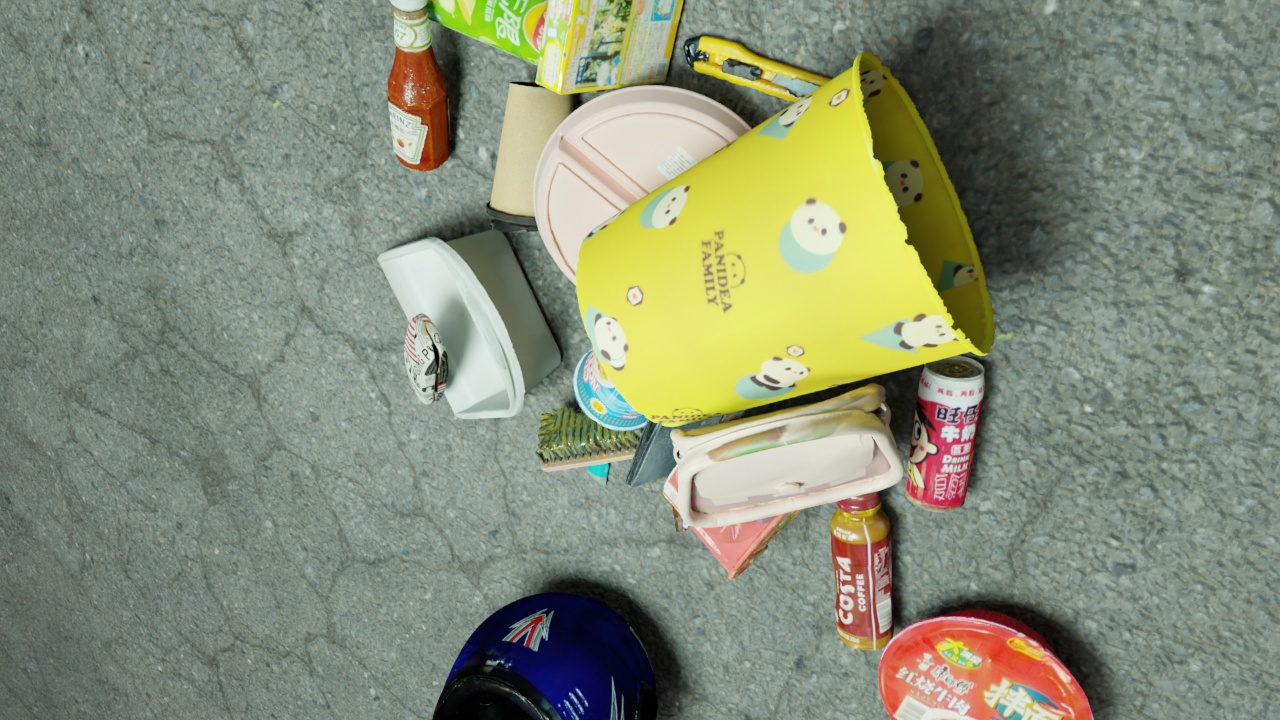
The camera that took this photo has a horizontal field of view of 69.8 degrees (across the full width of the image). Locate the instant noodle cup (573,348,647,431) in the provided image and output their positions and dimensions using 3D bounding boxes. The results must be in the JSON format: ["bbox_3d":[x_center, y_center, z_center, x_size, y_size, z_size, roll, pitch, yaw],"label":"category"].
[{"bbox_3d":[-0.005,0.005,0.895,0.099,0.099,0.110,45,151,5],"label":"instant noodle cup"}]

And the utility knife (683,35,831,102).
[{"bbox_3d":[0.110,-0.242,0.776,0.172,0.015,0.033,24,126,20],"label":"utility knife"}]

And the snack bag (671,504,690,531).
[{"bbox_3d":[0.081,0.167,0.987,0.104,0.026,0.048,-2,105,33],"label":"snack bag"}]

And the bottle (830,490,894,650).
[{"bbox_3d":[0.217,0.199,0.900,0.058,0.057,0.175,5,115,29],"label":"bottle"}]

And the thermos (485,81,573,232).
[{"bbox_3d":[-0.101,-0.193,0.888,0.093,0.092,0.143,15,113,25],"label":"thermos"}]

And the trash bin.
[{"bbox_3d":[0.105,-0.071,0.710,0.256,0.229,0.229,-22,100,30],"label":"trash bin"}]

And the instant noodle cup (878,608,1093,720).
[{"bbox_3d":[0.331,0.312,0.882,0.194,0.065,0.194,13,118,25],"label":"instant noodle cup"}]

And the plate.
[{"bbox_3d":[0.013,-0.132,0.828,0.229,0.028,0.230,5,126,6],"label":"plate"}]

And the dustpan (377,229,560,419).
[{"bbox_3d":[-0.204,-0.031,0.994,0.258,0.142,0.223,-17,103,35],"label":"dustpan"}]

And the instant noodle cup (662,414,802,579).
[{"bbox_3d":[0.096,0.127,0.897,0.108,0.137,0.138,43,128,17],"label":"instant noodle cup"}]

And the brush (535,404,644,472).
[{"bbox_3d":[-0.038,0.083,0.990,0.146,0.063,0.073,-10,144,20],"label":"brush"}]

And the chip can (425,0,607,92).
[{"bbox_3d":[-0.120,-0.319,0.843,0.221,0.072,0.073,27,124,17],"label":"chip can"}]

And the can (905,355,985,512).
[{"bbox_3d":[0.267,0.064,0.807,0.053,0.053,0.133,13,119,26],"label":"can"}]

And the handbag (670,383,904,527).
[{"bbox_3d":[0.111,0.066,0.722,0.193,0.234,0.093,-14,75,7],"label":"handbag"}]

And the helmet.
[{"bbox_3d":[-0.100,0.429,1.086,0.248,0.239,0.316,10,106,26],"label":"helmet"}]

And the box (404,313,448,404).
[{"bbox_3d":[-0.247,0.002,1.043,0.165,0.051,0.068,116,142,-62],"label":"box"}]

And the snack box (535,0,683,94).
[{"bbox_3d":[-0.023,-0.273,0.763,0.034,0.140,0.087,32,126,26],"label":"snack box"}]

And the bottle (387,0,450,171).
[{"bbox_3d":[-0.218,-0.273,0.891,0.060,0.059,0.206,34,149,13],"label":"bottle"}]

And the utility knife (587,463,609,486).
[{"bbox_3d":[-0.042,0.049,1.013,0.029,0.013,0.218,18,123,21],"label":"utility knife"}]

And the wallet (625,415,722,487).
[{"bbox_3d":[0.041,0.075,0.927,0.019,0.097,0.121,49,133,34],"label":"wallet"}]
